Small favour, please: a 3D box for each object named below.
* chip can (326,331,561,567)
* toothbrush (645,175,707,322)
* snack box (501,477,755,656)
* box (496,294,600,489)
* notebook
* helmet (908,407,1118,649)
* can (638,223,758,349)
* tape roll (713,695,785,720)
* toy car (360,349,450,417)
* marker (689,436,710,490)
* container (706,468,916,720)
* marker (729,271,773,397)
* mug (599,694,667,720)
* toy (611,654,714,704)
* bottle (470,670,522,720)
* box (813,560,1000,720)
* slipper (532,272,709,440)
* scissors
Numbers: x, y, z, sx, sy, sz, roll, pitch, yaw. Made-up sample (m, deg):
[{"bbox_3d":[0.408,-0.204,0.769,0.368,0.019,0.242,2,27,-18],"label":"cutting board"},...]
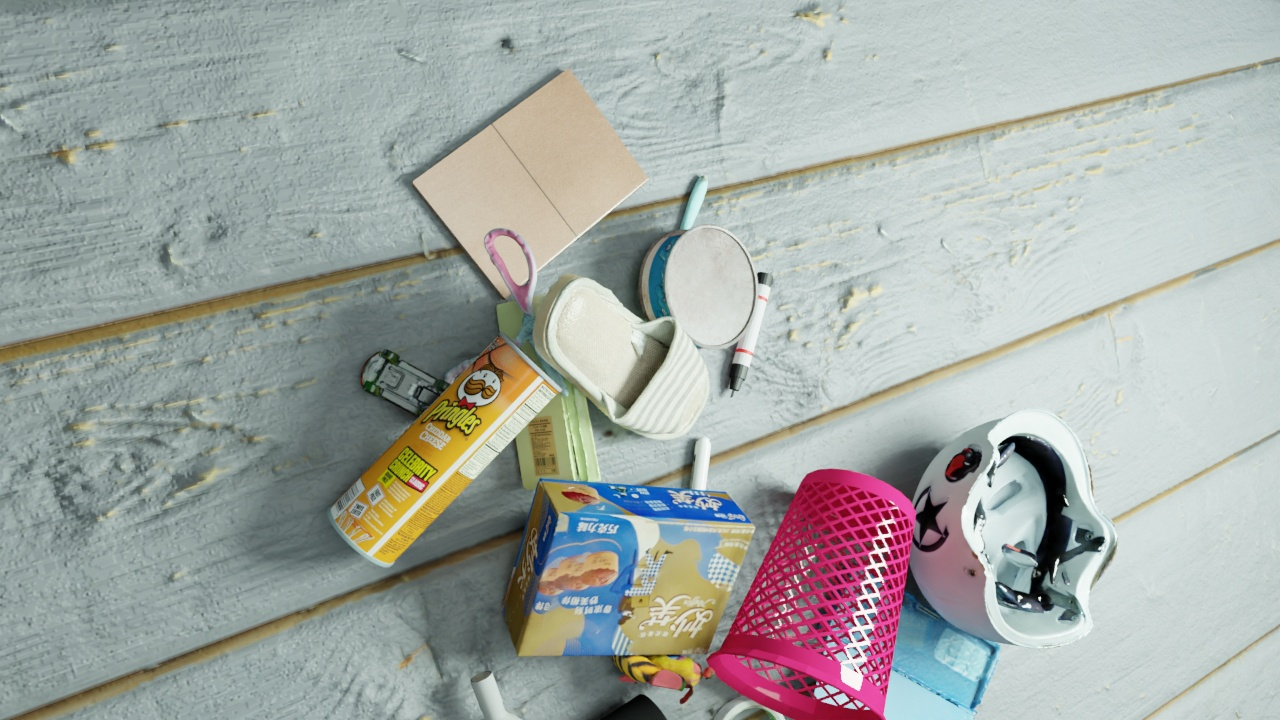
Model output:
[{"bbox_3d":[-0.171,0.077,0.806,0.215,0.075,0.075,-46,106,-3],"label":"chip can"},{"bbox_3d":[0.042,-0.120,0.987,0.016,0.017,0.180,26,75,-25],"label":"toothbrush"},{"bbox_3d":[-0.013,0.200,0.877,0.202,0.069,0.155,8,112,-25],"label":"snack box"},{"bbox_3d":[-0.079,0.029,0.889,0.090,0.078,0.188,-8,89,-25],"label":"box"},{"bbox_3d":[-0.104,-0.180,0.924,0.208,0.008,0.141,-43,105,-21],"label":"notebook"},{"bbox_3d":[0.407,0.189,1.060,0.236,0.164,0.263,26,69,-26],"label":"helmet"},{"bbox_3d":[0.063,-0.075,0.963,0.129,0.044,0.130,1,88,-37],"label":"can"},{"bbox_3d":[0.116,0.410,0.987,0.093,0.018,0.094,2,85,-25],"label":"tape roll"},{"bbox_3d":[-0.213,0.025,0.843,0.091,0.036,0.042,31,75,-21],"label":"toy car"},{"bbox_3d":[0.060,0.147,0.975,0.017,0.020,0.133,12,82,-28],"label":"marker"},{"bbox_3d":[0.195,0.240,0.949,0.183,0.184,0.225,37,60,-19],"label":"container"},{"bbox_3d":[0.120,-0.027,1.015,0.019,0.019,0.145,21,78,-23],"label":"marker"},{"bbox_3d":[-0.012,0.397,0.901,0.087,0.078,0.114,-26,125,-25],"label":"mug"},{"bbox_3d":[0.019,0.310,0.914,0.103,0.084,0.046,19,84,-12],"label":"toy"},{"bbox_3d":[-0.116,0.384,0.858,0.052,0.053,0.195,-21,96,-25],"label":"bottle"},{"bbox_3d":[0.300,0.356,1.052,0.231,0.048,0.176,33,66,-14],"label":"box"},{"bbox_3d":[-0.005,0.005,0.871,0.272,0.054,0.114,34,83,-50],"label":"slipper"},{"bbox_3d":[-0.120,-0.035,0.859,0.172,0.013,0.170,-29,88,10],"label":"scissors"}]
